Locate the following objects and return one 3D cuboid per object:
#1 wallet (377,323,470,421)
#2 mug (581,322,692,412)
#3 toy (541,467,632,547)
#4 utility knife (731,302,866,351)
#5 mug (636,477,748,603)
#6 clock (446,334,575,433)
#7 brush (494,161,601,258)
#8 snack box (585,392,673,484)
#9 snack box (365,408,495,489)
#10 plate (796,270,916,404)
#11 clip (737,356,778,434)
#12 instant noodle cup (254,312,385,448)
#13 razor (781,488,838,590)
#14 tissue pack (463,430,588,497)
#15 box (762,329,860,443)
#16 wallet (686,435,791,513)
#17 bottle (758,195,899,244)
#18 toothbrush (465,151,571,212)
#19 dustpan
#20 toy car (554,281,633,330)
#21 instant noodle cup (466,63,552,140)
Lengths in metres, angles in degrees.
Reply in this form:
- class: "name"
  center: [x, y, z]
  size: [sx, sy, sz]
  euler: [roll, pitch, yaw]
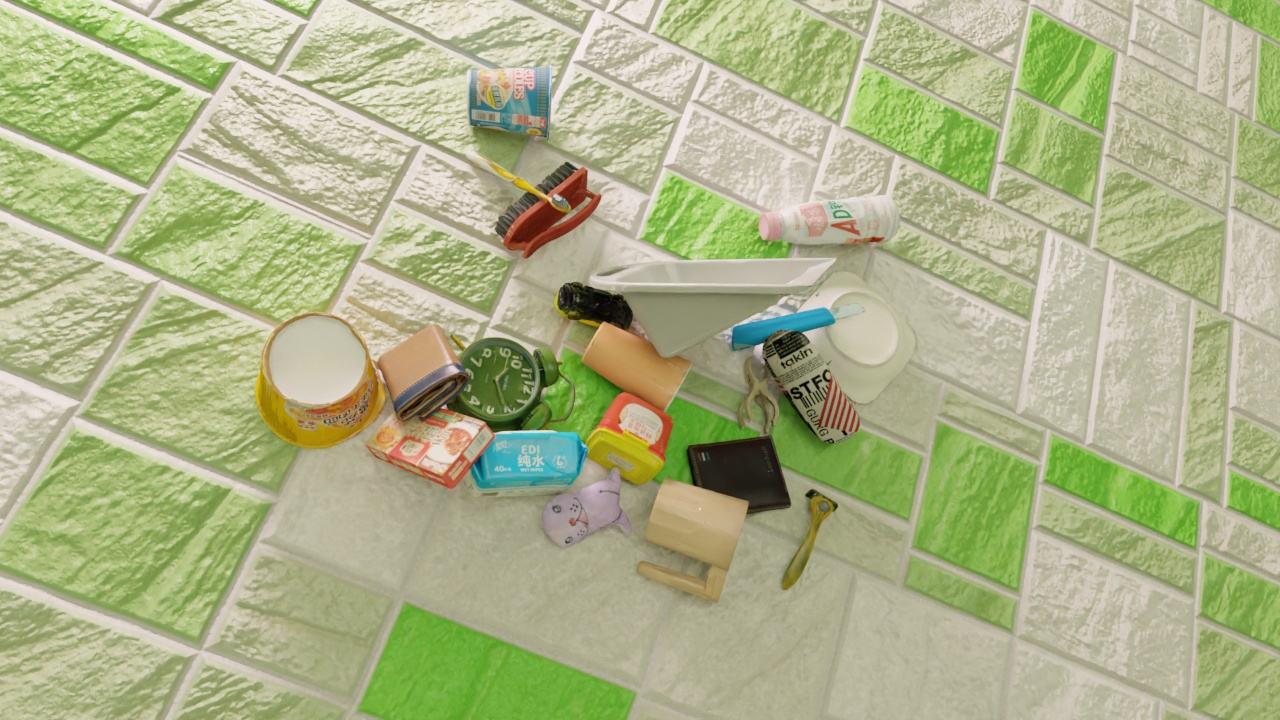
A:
- class: "wallet"
  center: [-0.249, 0.013, 1.045]
  size: [0.090, 0.033, 0.115]
  euler: [-34, 43, -5]
- class: "mug"
  center: [-0.007, 0.007, 1.140]
  size: [0.123, 0.078, 0.078]
  euler: [29, 65, 2]
- class: "toy"
  center: [-0.065, 0.180, 1.075]
  size: [0.107, 0.039, 0.084]
  euler: [-18, 98, -23]
- class: "utility knife"
  center: [0.211, -0.050, 1.230]
  size: [0.191, 0.018, 0.034]
  euler: [-13, 69, -6]
- class: "mug"
  center: [0.060, 0.209, 1.075]
  size: [0.103, 0.084, 0.124]
  euler: [17, 93, 7]
- class: "clock"
  center: [-0.157, 0.032, 1.092]
  size: [0.161, 0.056, 0.116]
  euler: [13, 68, -12]
- class: "brush"
  center: [-0.119, -0.188, 1.181]
  size: [0.069, 0.063, 0.145]
  euler: [40, 65, 15]
- class: "snack box"
  center: [-0.010, 0.091, 1.103]
  size: [0.091, 0.082, 0.079]
  euler: [29, 55, -5]
- class: "snack box"
  center: [-0.233, 0.088, 1.008]
  size: [0.075, 0.153, 0.025]
  euler: [-52, 131, -26]
- class: "plate"
  center: [0.301, -0.039, 1.267]
  size: [0.164, 0.034, 0.163]
  euler: [44, 64, 2]
- class: "clip"
  center: [0.141, 0.044, 1.190]
  size: [0.082, 0.035, 0.104]
  euler: [-5, 67, -19]
- class: "instant noodle cup"
  center: [-0.354, 0.016, 1.009]
  size: [0.138, 0.110, 0.137]
  euler: [6, 68, -15]
- class: "razor"
  center: [0.207, 0.227, 1.147]
  size: [0.043, 0.028, 0.132]
  euler: [33, 66, -7]
- class: "tissue pack"
  center: [-0.135, 0.116, 1.048]
  size: [0.140, 0.090, 0.063]
  euler: [0, 71, -17]
- class: "box"
  center: [0.220, 0.030, 1.197]
  size: [0.076, 0.087, 0.163]
  euler: [-34, 98, 18]
- class: "wallet"
  center: [0.123, 0.147, 1.155]
  size: [0.122, 0.020, 0.096]
  euler: [-5, 72, -21]
- class: "bottle"
  center: [0.265, -0.196, 1.299]
  size: [0.196, 0.068, 0.068]
  euler: [-5, 72, -14]
- class: "toothbrush"
  center: [-0.158, -0.232, 1.167]
  size: [0.191, 0.018, 0.016]
  euler: [33, 61, 27]
- class: "dustpan"
  center: [0.077, -0.106, 1.115]
  size: [0.142, 0.258, 0.222]
  euler: [60, 23, -3]
- class: "toy car"
  center: [-0.060, -0.066, 1.171]
  size: [0.105, 0.032, 0.048]
  euler: [14, 65, -24]
- class: "instant noodle cup"
  center: [-0.174, -0.342, 1.211]
  size: [0.110, 0.099, 0.099]
  euler: [1, 70, -9]
